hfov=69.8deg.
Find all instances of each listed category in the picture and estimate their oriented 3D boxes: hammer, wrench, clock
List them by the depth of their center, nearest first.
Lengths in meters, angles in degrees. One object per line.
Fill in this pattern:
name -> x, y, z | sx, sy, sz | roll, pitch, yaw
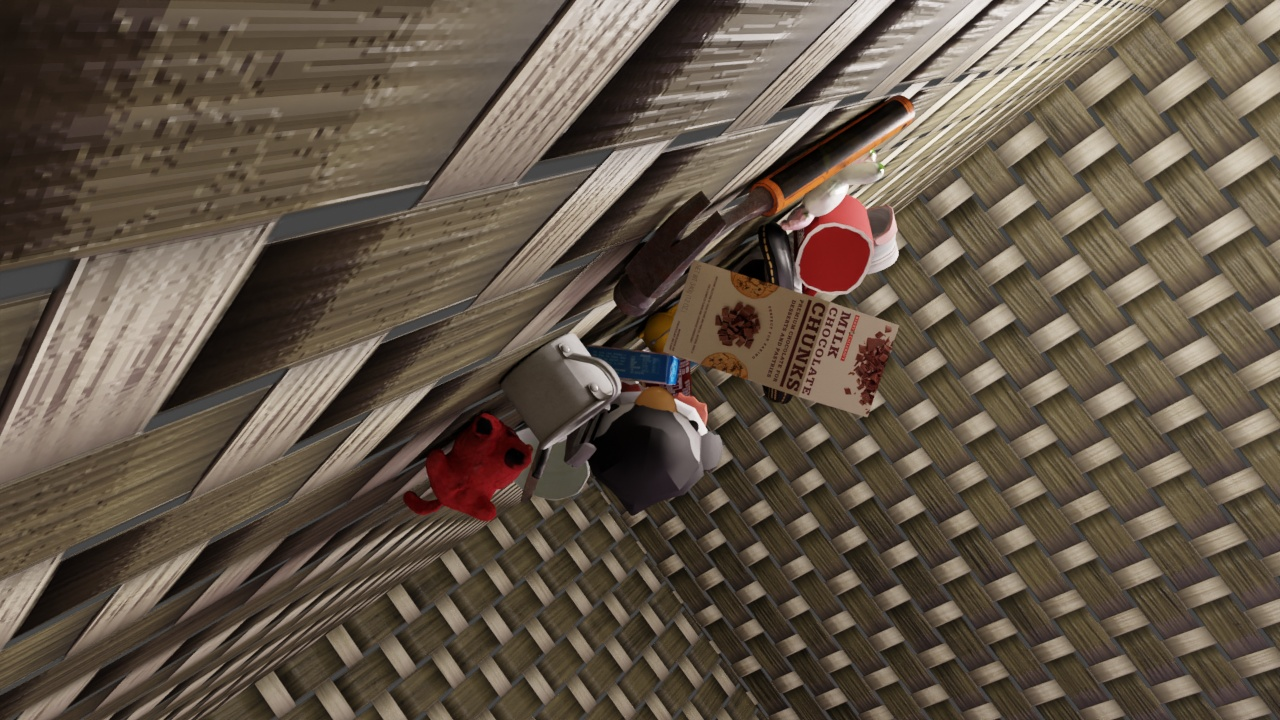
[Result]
hammer -> 0.118, -0.144, 0.725 | 0.313, 0.035, 0.138 | -35, 175, -27
wrench -> -0.078, 0.061, 0.953 | 0.083, 0.018, 0.274 | -64, -164, -8
clock -> 0.053, -0.048, 1.096 | 0.113, 0.052, 0.152 | -37, 179, 3

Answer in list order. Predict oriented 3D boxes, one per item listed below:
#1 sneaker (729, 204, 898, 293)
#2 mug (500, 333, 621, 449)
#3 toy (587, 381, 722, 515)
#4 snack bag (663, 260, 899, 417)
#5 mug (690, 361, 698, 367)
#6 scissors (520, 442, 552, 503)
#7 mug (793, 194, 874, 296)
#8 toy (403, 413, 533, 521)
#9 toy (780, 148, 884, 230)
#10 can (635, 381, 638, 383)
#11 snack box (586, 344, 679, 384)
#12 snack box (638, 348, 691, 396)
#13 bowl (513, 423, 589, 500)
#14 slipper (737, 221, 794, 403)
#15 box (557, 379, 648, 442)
sneaker -> 0.209, -0.140, 1.132 | 0.236, 0.099, 0.090 | -19, 139, -7
mug -> -0.062, 0.020, 0.782 | 0.084, 0.070, 0.113 | -32, 174, -42
toy -> 0.005, 0.096, 0.919 | 0.184, 0.159, 0.140 | 79, 23, -87
snack bag -> 0.139, -0.022, 0.906 | 0.069, 0.206, 0.094 | -10, 118, -79
mug -> 0.066, -0.024, 1.318 | 0.078, 0.078, 0.122 | -33, 179, -37
scissors -> -0.087, 0.068, 0.883 | 0.157, 0.012, 0.171 | -96, -155, -74
mug -> 0.210, -0.120, 1.034 | 0.096, 0.080, 0.117 | -76, -176, -58
toy -> -0.166, 0.111, 0.903 | 0.133, 0.088, 0.094 | -36, -174, 2
toy -> 0.197, -0.177, 0.955 | 0.123, 0.038, 0.079 | -37, -170, 15
can -> -0.059, 0.062, 1.233 | 0.132, 0.070, 0.070 | -39, 175, 29
snack box -> -0.006, 0.006, 0.994 | 0.088, 0.033, 0.154 | 7, 179, 6
snack box -> 0.032, 0.048, 1.174 | 0.072, 0.121, 0.072 | -4, -162, 1
bowl -> -0.116, 0.119, 1.202 | 0.118, 0.117, 0.061 | -39, -167, 29
slipper -> 0.143, -0.046, 1.068 | 0.076, 0.112, 0.268 | -4, 138, 9
box -> -0.023, 0.060, 1.110 | 0.152, 0.132, 0.107 | -38, 178, 27
